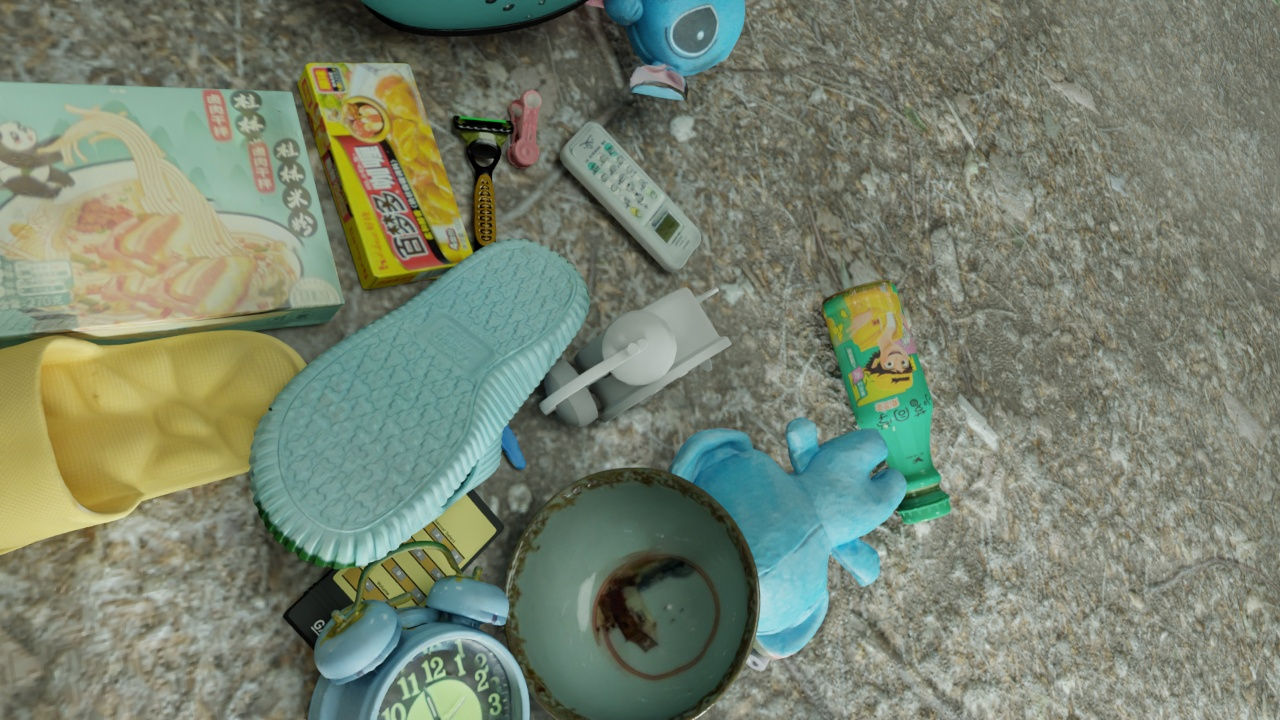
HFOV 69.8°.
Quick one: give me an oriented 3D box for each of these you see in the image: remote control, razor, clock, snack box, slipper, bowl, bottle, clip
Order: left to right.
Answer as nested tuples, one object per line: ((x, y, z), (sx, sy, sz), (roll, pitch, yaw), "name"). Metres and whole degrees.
((-0.285, 0.036, 0.450), (0.262, 0.079, 0.099), (-15, 83, -40), "slipper")
((-0.281, -0.082, 0.514), (0.193, 0.044, 0.141), (-10, 78, -36), "snack box")
((-0.171, -0.126, 0.618), (0.075, 0.025, 0.152), (-15, 83, -38), "snack box")
((-0.145, 0.126, 0.556), (0.058, 0.013, 0.133), (51, 53, -10), "remote control")
((-0.122, 0.182, 0.512), (0.117, 0.060, 0.162), (-14, 92, -43), "clock")
((-0.125, 0.018, 0.562), (0.116, 0.070, 0.275), (37, 48, 2), "slipper")
((-0.112, -0.110, 0.657), (0.044, 0.021, 0.144), (1, 72, -16), "razor")
((-0.092, -0.176, 0.698), (0.023, 0.045, 0.060), (5, 105, -31), "clip")
((-0.008, -0.129, 0.735), (0.133, 0.022, 0.050), (45, 54, -14), "remote control")
((-0.004, 0.004, 0.636), (0.158, 0.120, 0.061), (-29, 86, -49), "clock")
((0.002, 0.157, 0.584), (0.094, 0.160, 0.159), (54, 37, -62), "bowl")
((0.221, 0.037, 0.808), (0.068, 0.068, 0.209), (-9, 79, -37), "bottle")

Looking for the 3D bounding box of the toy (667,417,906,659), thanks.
((0.107, 0.113, 0.679), (0.180, 0.115, 0.183), (-31, 98, -16), "toy")

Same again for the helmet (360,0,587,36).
((-0.089, -0.331, 0.594), (0.274, 0.201, 0.176), (-14, 79, -16), "helmet")

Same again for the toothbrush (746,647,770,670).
((0.132, 0.165, 0.733), (0.019, 0.018, 0.187), (50, 53, -13), "toothbrush")

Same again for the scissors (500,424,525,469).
((-0.110, 0.019, 0.618), (0.126, 0.013, 0.125), (-31, 92, -33), "scissors")

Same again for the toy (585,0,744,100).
((0.001, -0.309, 0.760), (0.191, 0.099, 0.223), (31, 61, -16), "toy")
